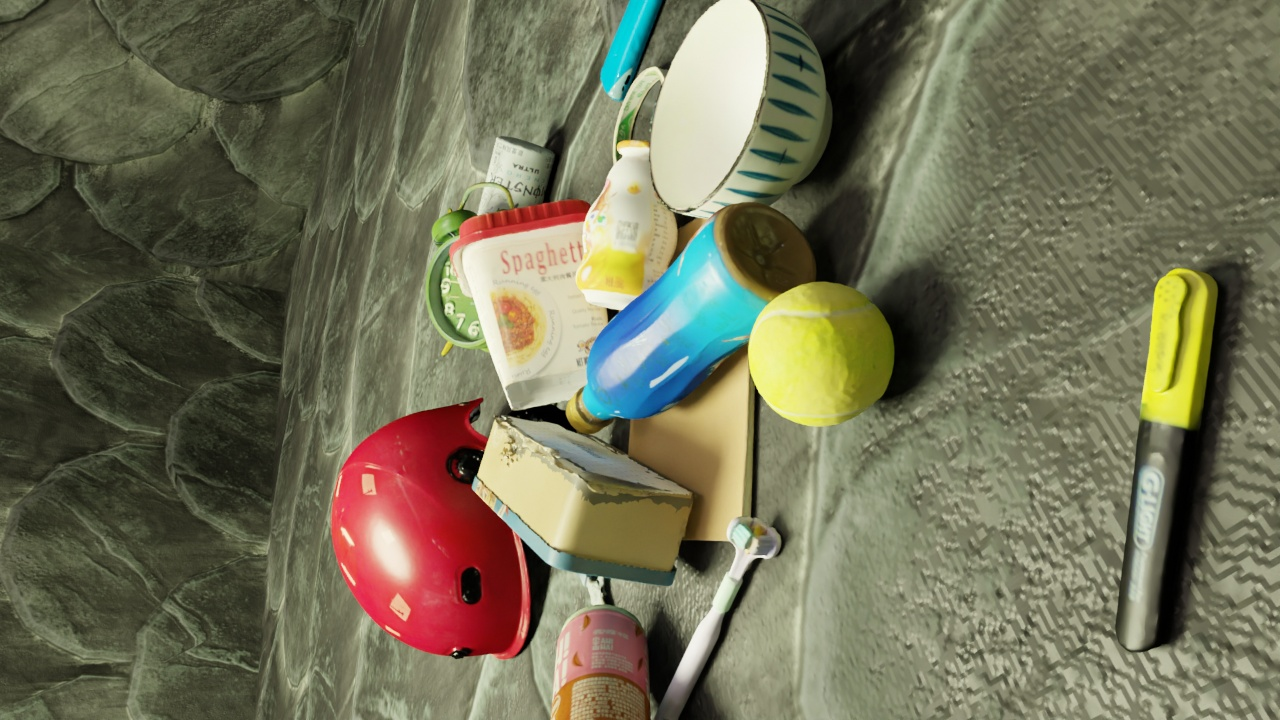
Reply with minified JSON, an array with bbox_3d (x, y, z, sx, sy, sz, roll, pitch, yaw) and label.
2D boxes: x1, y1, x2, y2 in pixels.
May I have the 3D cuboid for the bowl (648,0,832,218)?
[{"bbox_3d":[0.061,-0.131,0.500,0.117,0.066,0.116,-29,56,56],"label":"bowl"}]

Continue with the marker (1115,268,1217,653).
[{"bbox_3d":[0.166,0.032,0.294,0.018,0.015,0.124,-171,89,-67],"label":"marker"}]

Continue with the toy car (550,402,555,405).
[{"bbox_3d":[-0.099,0.063,0.794,0.049,0.031,0.105,-1,80,63],"label":"toy car"}]

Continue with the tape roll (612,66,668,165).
[{"bbox_3d":[0.004,-0.175,0.686,0.086,0.014,0.085,-30,56,57],"label":"tape roll"}]

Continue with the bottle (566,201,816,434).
[{"bbox_3d":[0.013,-0.009,0.535,0.219,0.065,0.065,-41,46,51],"label":"bottle"}]

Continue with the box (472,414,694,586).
[{"bbox_3d":[-0.039,0.085,0.581,0.184,0.089,0.061,24,98,64],"label":"box"}]

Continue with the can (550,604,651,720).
[{"bbox_3d":[-0.022,0.207,0.518,0.147,0.058,0.058,-93,22,-66],"label":"can"}]

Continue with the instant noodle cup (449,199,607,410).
[{"bbox_3d":[-0.071,-0.037,0.673,0.117,0.116,0.124,100,159,-73],"label":"instant noodle cup"}]

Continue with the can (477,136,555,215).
[{"bbox_3d":[-0.128,-0.139,0.887,0.058,0.058,0.147,44,121,59],"label":"can"}]

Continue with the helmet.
[{"bbox_3d":[-0.194,0.157,0.808,0.240,0.143,0.207,-123,39,-48],"label":"helmet"}]

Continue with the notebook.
[{"bbox_3d":[0.030,0.009,0.581,0.148,0.008,0.207,-20,64,61],"label":"notebook"}]

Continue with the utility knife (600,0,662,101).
[{"bbox_3d":[0.012,-0.292,0.704,0.034,0.018,0.188,55,131,39],"label":"utility knife"}]

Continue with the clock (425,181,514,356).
[{"bbox_3d":[-0.139,-0.080,0.830,0.116,0.056,0.161,6,97,33],"label":"clock"}]

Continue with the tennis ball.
[{"bbox_3d":[0.082,-0.003,0.417,0.066,0.065,0.065,-31,54,57],"label":"tennis ball"}]

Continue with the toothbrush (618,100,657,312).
[{"bbox_3d":[0.000,-0.091,0.643,0.016,0.018,0.191,-155,76,-66],"label":"toothbrush"}]

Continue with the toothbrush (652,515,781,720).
[{"bbox_3d":[0.032,0.167,0.515,0.021,0.029,0.189,-43,-24,-63],"label":"toothbrush"}]

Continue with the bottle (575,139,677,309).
[{"bbox_3d":[-0.006,-0.088,0.605,0.063,0.063,0.108,5,85,64],"label":"bottle"}]

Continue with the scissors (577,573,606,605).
[{"bbox_3d":[-0.030,0.151,0.651,0.163,0.012,0.161,38,116,59],"label":"scissors"}]

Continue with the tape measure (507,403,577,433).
[{"bbox_3d":[-0.082,0.063,0.731,0.058,0.057,0.039,-51,39,31],"label":"tape measure"}]
